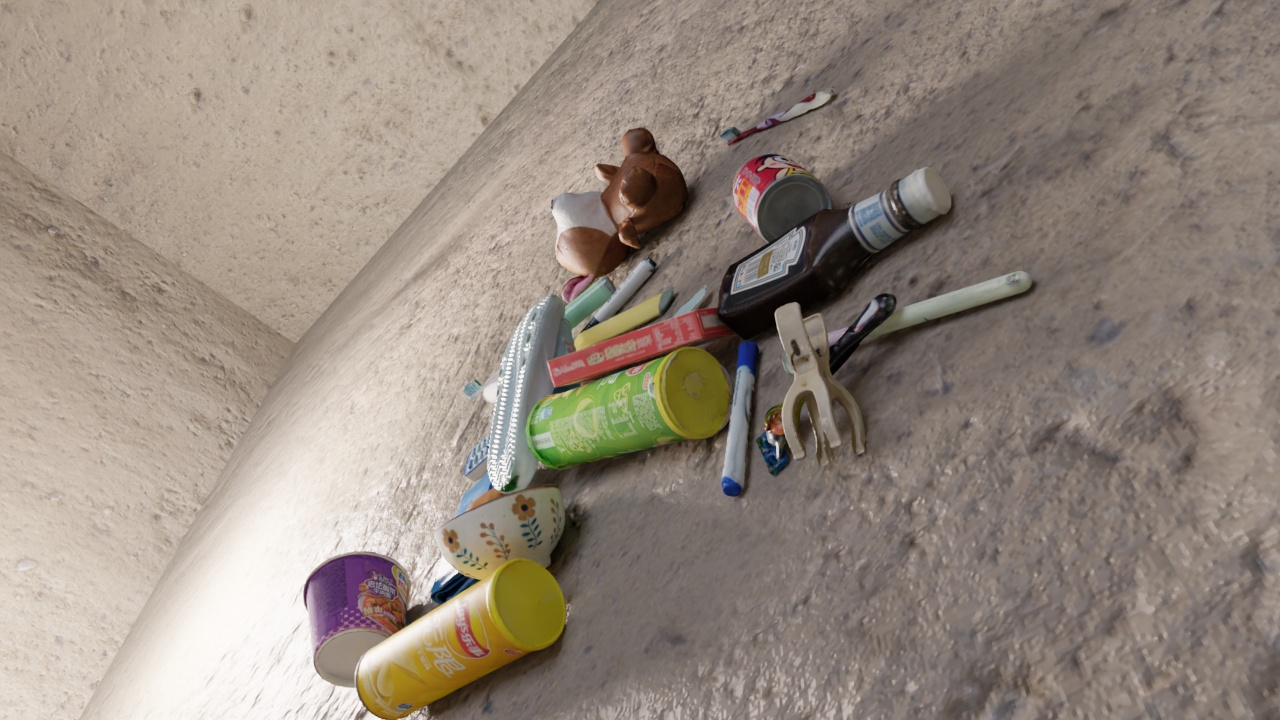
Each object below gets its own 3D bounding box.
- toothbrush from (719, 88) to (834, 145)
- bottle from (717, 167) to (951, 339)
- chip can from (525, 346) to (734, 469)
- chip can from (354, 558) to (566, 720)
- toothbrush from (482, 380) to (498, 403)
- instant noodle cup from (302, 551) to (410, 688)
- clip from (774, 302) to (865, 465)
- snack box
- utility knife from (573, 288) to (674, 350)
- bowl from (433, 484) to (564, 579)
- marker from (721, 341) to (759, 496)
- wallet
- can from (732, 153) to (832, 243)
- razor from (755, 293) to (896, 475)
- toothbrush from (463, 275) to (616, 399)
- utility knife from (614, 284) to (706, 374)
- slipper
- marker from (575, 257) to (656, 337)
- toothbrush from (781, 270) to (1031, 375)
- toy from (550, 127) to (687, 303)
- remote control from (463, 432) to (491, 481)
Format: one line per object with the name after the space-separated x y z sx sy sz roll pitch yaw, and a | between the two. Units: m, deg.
0.144 -0.264 0.993 0.188 0.017 0.016 -6 51 61 | toothbrush
0.143 -0.084 0.701 0.195 0.044 0.079 -30 32 41 | bottle
-0.019 0.046 0.779 0.222 0.072 0.072 -19 39 52 | chip can
-0.154 0.234 0.759 0.214 0.072 0.071 -35 28 34 | chip can
-0.125 0.021 1.072 0.222 0.026 0.026 -19 65 53 | toothbrush
-0.285 0.267 0.930 0.112 0.111 0.099 -47 32 11 | instant noodle cup
0.117 0.019 0.585 0.035 0.080 0.104 -27 48 34 | clip
0.001 -0.011 0.786 0.153 0.025 0.075 -18 -3 30 | snack box
-0.037 -0.035 0.986 0.195 0.020 0.030 -18 45 38 | utility knife
-0.113 0.156 0.785 0.114 0.113 0.062 -34 71 37 | bowl
0.075 0.040 0.683 0.017 0.017 0.145 -34 29 37 | marker
-0.164 0.169 0.923 0.107 0.040 0.132 -42 25 34 | wallet
0.120 -0.140 0.795 0.066 0.066 0.093 -47 23 12 | can
0.120 0.011 0.609 0.143 0.022 0.042 -54 23 20 | razor
-0.119 -0.023 1.083 0.225 0.027 0.026 -38 21 11 | toothbrush
-0.005 0.005 0.882 0.207 0.018 0.034 -47 23 11 | utility knife
-0.101 0.031 0.945 0.104 0.074 0.244 -49 27 43 | slipper
-0.029 -0.063 1.026 0.131 0.018 0.022 -47 33 13 | marker
0.167 -0.025 0.602 0.190 0.020 0.029 -22 44 49 | toothbrush
-0.040 -0.170 1.087 0.200 0.130 0.139 -46 27 39 | toy
-0.153 0.089 1.029 0.125 0.024 0.049 -41 25 28 | remote control
